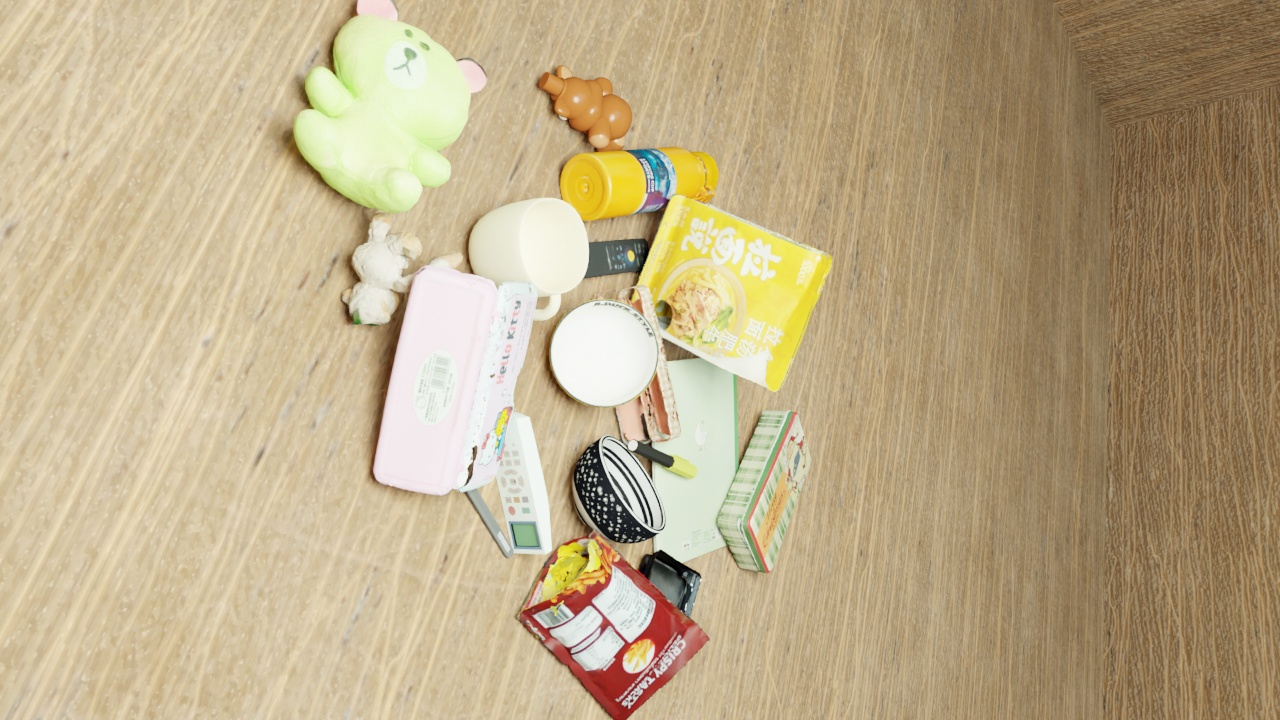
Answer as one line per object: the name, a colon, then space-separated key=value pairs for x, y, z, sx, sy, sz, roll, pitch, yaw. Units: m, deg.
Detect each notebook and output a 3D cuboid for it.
notebook: x=0.073 y=0.122 z=1.152 sx=0.181 sy=0.010 sz=0.252 roll=-6 pitch=96 yaw=-50

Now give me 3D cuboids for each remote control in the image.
remote control: x=-0.119 y=0.121 z=0.922 sx=0.024 sy=0.050 sz=0.143 roll=-16 pitch=96 yaw=-49
remote control: x=-0.036 y=-0.121 z=1.087 sx=0.151 sy=0.020 sz=0.041 roll=-14 pitch=93 yaw=-51

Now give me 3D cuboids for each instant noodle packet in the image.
instant noodle packet: x=0.104 y=-0.080 z=1.051 sx=0.084 sy=0.222 sz=0.163 roll=9 pitch=107 yaw=-47

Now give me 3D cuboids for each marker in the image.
marker: x=0.026 y=0.113 z=1.069 sx=0.123 sy=0.018 sz=0.021 roll=30 pitch=37 yaw=-48

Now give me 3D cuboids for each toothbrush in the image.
toothbrush: x=-0.165 y=0.129 z=0.897 sx=0.012 sy=0.013 sz=0.167 roll=-47 pitch=121 yaw=-42

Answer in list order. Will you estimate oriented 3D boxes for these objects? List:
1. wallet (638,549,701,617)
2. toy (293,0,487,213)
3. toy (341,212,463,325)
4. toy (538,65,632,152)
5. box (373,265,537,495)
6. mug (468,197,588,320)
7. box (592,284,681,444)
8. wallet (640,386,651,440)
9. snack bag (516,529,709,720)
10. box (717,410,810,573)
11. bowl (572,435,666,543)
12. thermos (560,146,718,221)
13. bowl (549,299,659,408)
wallet: x=0.021 y=0.287 z=1.070 sx=0.089 sy=0.026 sz=0.114 roll=39 pitch=61 yaw=-37
toy: x=-0.228 y=-0.222 z=0.826 sx=0.150 sy=0.107 sz=0.196 roll=31 pitch=48 yaw=-16
toy: x=-0.222 y=-0.072 z=0.821 sx=0.106 sy=0.085 sz=0.074 roll=-61 pitch=162 yaw=-11
toy: x=-0.065 y=-0.291 z=1.063 sx=0.127 sy=0.065 sz=0.094 roll=20 pitch=60 yaw=-37
box: x=-0.157 y=0.023 z=0.826 sx=0.146 sy=0.077 sz=0.202 roll=8 pitch=100 yaw=-36
mug: x=-0.118 y=-0.099 z=0.925 sx=0.096 sy=0.100 sz=0.120 roll=-16 pitch=102 yaw=-47
box: x=-0.006 y=0.006 z=1.058 sx=0.041 sy=0.083 sz=0.187 roll=-17 pitch=95 yaw=-52
wallet: x=0.008 y=0.029 z=1.110 sx=0.072 sy=0.019 sz=0.123 roll=-19 pitch=98 yaw=-49
snack bag: x=-0.027 y=0.289 z=0.978 sx=0.138 sy=0.067 sz=0.208 roll=-46 pitch=115 yaw=-13
box: x=0.173 y=0.174 z=1.240 sx=0.204 sy=0.051 sz=0.118 roll=-59 pitch=137 yaw=-37
bowl: x=-0.033 y=0.149 z=0.995 sx=0.120 sy=0.066 sz=0.120 roll=51 pitch=15 yaw=-20
thermos: x=0.009 y=-0.210 z=1.112 sx=0.232 sy=0.076 sz=0.091 roll=-19 pitch=100 yaw=-50
bowl: x=-0.041 y=-0.007 z=1.007 sx=0.117 sy=0.067 sz=0.117 roll=0 pitch=89 yaw=-6
